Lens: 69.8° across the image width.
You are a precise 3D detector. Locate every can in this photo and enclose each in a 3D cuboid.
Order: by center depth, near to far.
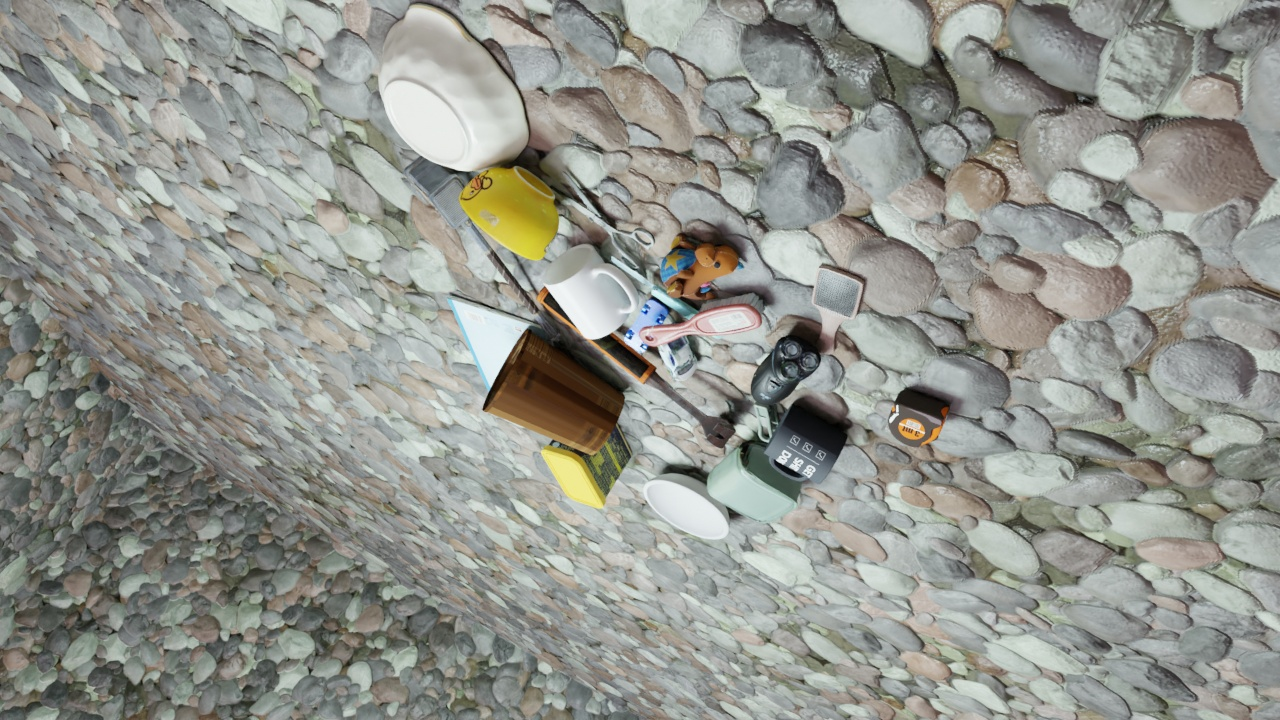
[{"bbox_3d":[-0.080,0.146,1.428,0.075,0.104,0.135,13,144,32],"label":"can"}]

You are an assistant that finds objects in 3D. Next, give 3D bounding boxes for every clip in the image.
[{"bbox_3d":[0.162,0.072,1.170,0.023,0.042,0.076,17,145,29],"label":"clip"}]

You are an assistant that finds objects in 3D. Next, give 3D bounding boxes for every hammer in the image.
[{"bbox_3d":[-0.183,-0.124,1.186,0.098,0.044,0.322,43,171,45],"label":"hammer"},{"bbox_3d":[-0.007,0.007,1.188,0.314,0.035,0.137,38,-176,2],"label":"hammer"}]

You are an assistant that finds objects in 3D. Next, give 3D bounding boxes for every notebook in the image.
[{"bbox_3d":[-0.194,0.007,1.430,0.181,0.009,0.254,19,147,22],"label":"notebook"}]

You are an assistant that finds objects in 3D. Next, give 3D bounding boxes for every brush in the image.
[{"bbox_3d":[0.202,-0.046,0.972,0.050,0.015,0.136,24,149,18],"label":"brush"},{"bbox_3d":[0.069,-0.046,1.064,0.173,0.030,0.041,-11,130,40],"label":"brush"}]

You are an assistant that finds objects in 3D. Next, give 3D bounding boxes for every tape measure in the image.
[{"bbox_3d":[0.306,0.063,1.012,0.058,0.038,0.059,20,134,21],"label":"tape measure"}]

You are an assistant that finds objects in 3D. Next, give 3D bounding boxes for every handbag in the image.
[{"bbox_3d":[0.160,0.162,1.260,0.106,0.067,0.122,27,151,-6],"label":"handbag"}]

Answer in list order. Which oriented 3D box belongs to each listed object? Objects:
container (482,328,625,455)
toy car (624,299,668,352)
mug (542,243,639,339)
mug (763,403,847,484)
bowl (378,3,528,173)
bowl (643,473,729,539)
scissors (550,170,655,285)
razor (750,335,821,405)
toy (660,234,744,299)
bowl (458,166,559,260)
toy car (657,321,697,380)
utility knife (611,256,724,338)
[{"bbox_3d":[-0.119,0.052,1.309,0.167,0.132,0.132,29,151,-13],"label":"container"},{"bbox_3d":[0.011,-0.045,1.160,0.033,0.061,0.092,34,121,3],"label":"toy car"},{"bbox_3d":[-0.050,-0.084,1.099,0.111,0.073,0.090,-1,136,44],"label":"mug"},{"bbox_3d":[0.199,0.113,1.142,0.077,0.071,0.105,30,140,6],"label":"mug"},{"bbox_3d":[-0.217,-0.273,0.999,0.188,0.060,0.220,21,147,20],"label":"bowl"},{"bbox_3d":[0.080,0.221,1.445,0.149,0.043,0.150,24,149,16],"label":"bowl"},{"bbox_3d":[-0.039,-0.149,1.056,0.142,0.014,0.158,26,155,26],"label":"scissors"},{"bbox_3d":[0.160,0.019,1.056,0.053,0.063,0.141,32,149,4],"label":"razor"},{"bbox_3d":[0.075,-0.094,1.007,0.090,0.070,0.103,-12,151,35],"label":"toy"},{"bbox_3d":[-0.138,-0.176,1.035,0.117,0.117,0.068,38,107,-8],"label":"bowl"},{"bbox_3d":[0.048,-0.008,1.144,0.027,0.038,0.090,35,159,45],"label":"toy car"},{"bbox_3d":[0.032,-0.073,1.084,0.165,0.015,0.022,33,152,-10],"label":"utility knife"}]
